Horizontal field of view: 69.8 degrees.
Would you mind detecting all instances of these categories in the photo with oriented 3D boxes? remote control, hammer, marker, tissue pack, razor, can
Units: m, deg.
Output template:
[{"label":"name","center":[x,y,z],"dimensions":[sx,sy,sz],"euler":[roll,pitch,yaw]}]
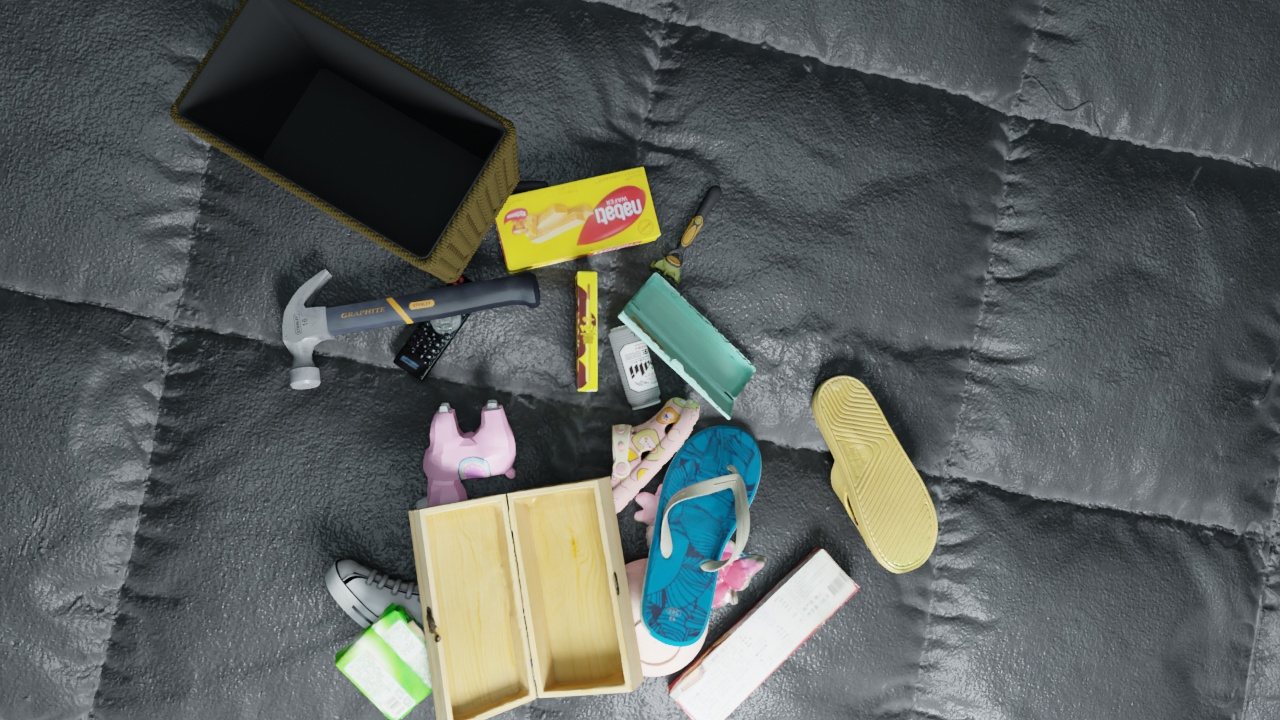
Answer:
[{"label":"remote control","center":[-0.251,-0.042,1.153],"dimensions":[0.045,0.021,0.140],"euler":[33,82,3]},{"label":"hammer","center":[-0.278,-0.058,1.127],"dimensions":[0.312,0.035,0.139],"euler":[-9,79,-4]},{"label":"marker","center":[-0.184,-0.219,1.165],"dimensions":[0.134,0.015,0.018],"euler":[-6,121,-7]},{"label":"tissue pack","center":[-0.278,0.346,1.051],"dimensions":[0.099,0.034,0.114],"euler":[-40,100,-2]},{"label":"razor","center":[0.065,-0.167,1.196],"dimensions":[0.044,0.021,0.144],"euler":[32,83,-6]},{"label":"can","center":[-0.007,0.007,1.171],"dimensions":[0.044,0.044,0.106],"euler":[-16,91,-7]}]

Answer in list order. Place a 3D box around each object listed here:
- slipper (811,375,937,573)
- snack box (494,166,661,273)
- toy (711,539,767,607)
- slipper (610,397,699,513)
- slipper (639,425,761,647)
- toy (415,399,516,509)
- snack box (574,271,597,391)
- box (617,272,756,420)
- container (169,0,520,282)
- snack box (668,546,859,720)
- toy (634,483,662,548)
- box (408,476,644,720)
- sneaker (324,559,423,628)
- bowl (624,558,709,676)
[{"label":"slipper","center":[0.299,0.146,1.196],"dimensions":[0.099,0.078,0.263],"euler":[-20,75,-7]},{"label":"snack box","center":[-0.081,-0.177,1.164],"dimensions":[0.200,0.042,0.092],"euler":[-14,91,-7]},{"label":"toy","center":[0.113,0.273,1.185],"dimensions":[0.065,0.050,0.103],"euler":[36,113,9]},{"label":"slipper","center":[-0.008,0.114,1.153],"dimensions":[0.081,0.093,0.197],"euler":[41,90,5]},{"label":"slipper","center":[0.074,0.200,1.123],"dimensions":[0.118,0.060,0.294],"euler":[20,63,0]},{"label":"toy","center":[-0.216,0.130,1.133],"dimensions":[0.123,0.067,0.157],"euler":[-2,94,-9]},{"label":"snack box","center":[-0.068,-0.036,1.155],"dimensions":[0.025,0.061,0.149],"euler":[0,89,-6]},{"label":"box","center":[0.056,-0.015,1.150],"dimensions":[0.187,0.055,0.138],"euler":[44,40,-4]},{"label":"container","center":[-0.303,-0.234,1.034],"dimensions":[0.321,0.205,0.176],"euler":[31,85,4]},{"label":"snack box","center":[0.159,0.361,1.190],"dimensions":[0.272,0.044,0.076],"euler":[-42,89,-6]},{"label":"toy","center":[0.040,0.208,1.177],"dimensions":[0.096,0.041,0.109],"euler":[-31,90,6]},{"label":"box","center":[-0.135,0.277,1.079],"dimensions":[0.252,0.119,0.247],"euler":[-7,84,-19]},{"label":"sneaker","center":[-0.259,0.298,1.113],"dimensions":[0.245,0.091,0.097],"euler":[33,85,-4]},{"label":"bowl","center":[0.017,0.331,1.138],"dimensions":[0.153,0.076,0.153],"euler":[-1,103,-3]}]
